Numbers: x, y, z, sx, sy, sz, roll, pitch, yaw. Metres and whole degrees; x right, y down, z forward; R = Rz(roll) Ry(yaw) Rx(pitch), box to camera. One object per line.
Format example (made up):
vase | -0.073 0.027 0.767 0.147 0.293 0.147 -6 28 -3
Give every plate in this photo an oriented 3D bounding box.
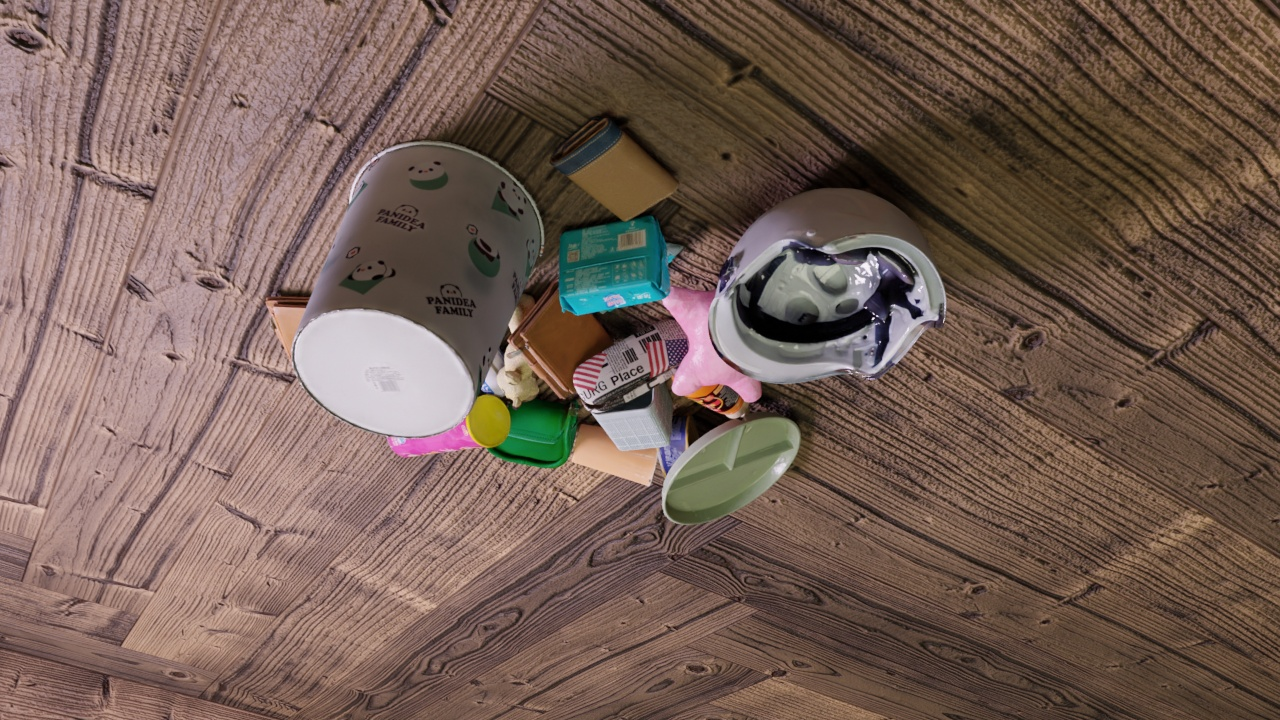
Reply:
plate | 0.129 0.155 1.327 0.230 0.027 0.231 -20 143 -16

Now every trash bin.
trash bin | -0.238 -0.070 0.980 0.229 0.251 0.230 4 134 4

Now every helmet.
helmet | 0.195 -0.092 1.002 0.229 0.145 0.259 23 144 -19

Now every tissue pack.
tissue pack | -0.034 -0.107 1.050 0.134 0.093 0.050 -8 155 16

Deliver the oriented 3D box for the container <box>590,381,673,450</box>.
container | -0.007 0.064 1.262 0.090 0.089 0.111 -7 141 16

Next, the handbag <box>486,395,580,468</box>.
handbag | -0.157 0.095 1.332 0.131 0.067 0.120 11 140 -7

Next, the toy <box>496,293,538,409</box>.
toy | -0.157 -0.013 1.184 0.066 0.104 0.157 12 125 12

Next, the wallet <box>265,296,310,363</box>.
wallet | -0.438 -0.035 1.237 0.108 0.031 0.132 2 140 0

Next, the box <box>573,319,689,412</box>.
box | -0.008 0.003 1.165 0.163 0.075 0.082 -26 126 -5

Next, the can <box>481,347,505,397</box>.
can | -0.215 -0.008 1.224 0.053 0.053 0.135 -10 138 18

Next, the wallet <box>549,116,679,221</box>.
wallet | -0.027 -0.203 0.983 0.090 0.033 0.115 -26 132 37

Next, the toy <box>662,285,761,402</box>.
toy | 0.118 -0.028 1.131 0.178 0.074 0.195 -15 121 -8

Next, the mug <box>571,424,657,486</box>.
mug | -0.037 0.135 1.368 0.123 0.078 0.078 14 140 -1

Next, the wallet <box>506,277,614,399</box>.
wallet | -0.101 -0.020 1.159 0.035 0.119 0.131 28 162 44

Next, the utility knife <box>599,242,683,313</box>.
utility knife | -0.006 -0.099 1.120 0.029 0.013 0.158 29 135 -24

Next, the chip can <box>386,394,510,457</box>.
chip can | -0.277 0.097 1.305 0.211 0.071 0.071 -12 140 43

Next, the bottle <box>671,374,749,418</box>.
bottle | 0.103 0.040 1.245 0.067 0.066 0.149 -22 140 30

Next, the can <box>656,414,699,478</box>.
can | 0.060 0.137 1.353 0.049 0.074 0.148 -2 142 13
